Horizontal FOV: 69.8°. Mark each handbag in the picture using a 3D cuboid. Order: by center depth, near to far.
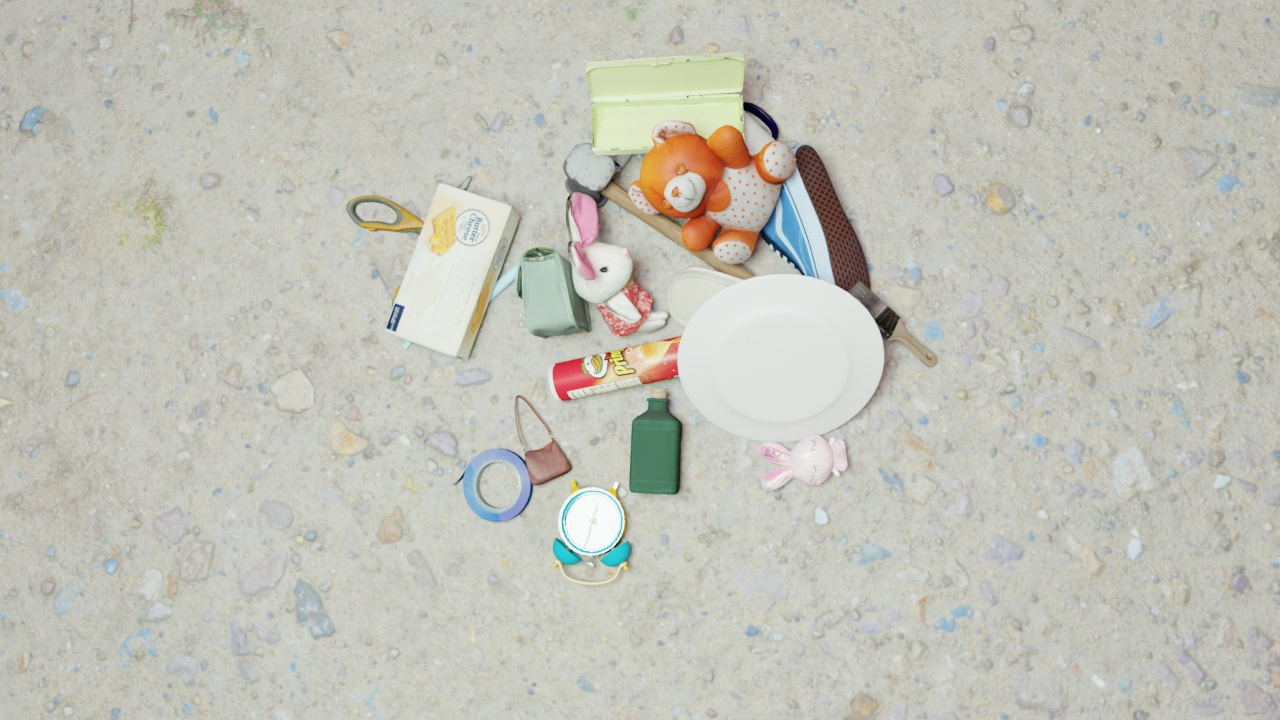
[{"bbox_3d":[-0.111,-0.083,1.155,0.067,0.122,0.106,-11,86,8],"label":"handbag"},{"bbox_3d":[-0.137,0.099,1.189,0.055,0.029,0.119,-22,75,-15],"label":"handbag"}]

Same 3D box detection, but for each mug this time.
[{"bbox_3d":[0.126,-0.287,1.171,0.111,0.079,0.097,-39,80,-26],"label":"mug"}]

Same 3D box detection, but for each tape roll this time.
[{"bbox_3d":[-0.185,0.162,1.193,0.093,0.016,0.091,44,91,9],"label":"tape roll"}]

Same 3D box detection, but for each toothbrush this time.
[{"bbox_3d":[-0.209,-0.080,1.219,0.155,0.016,0.022,-41,44,2],"label":"toothbrush"}]

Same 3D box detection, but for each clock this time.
[{"bbox_3d":[-0.061,0.218,1.161,0.099,0.044,0.129,1,78,7],"label":"clock"}]

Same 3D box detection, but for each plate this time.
[{"bbox_3d":[0.165,0.007,1.086,0.242,0.016,0.243,3,125,4],"label":"plate"}]

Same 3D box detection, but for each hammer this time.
[{"bbox_3d":[0.041,-0.165,1.170,0.328,0.098,0.052,33,83,1],"label":"hammer"}]

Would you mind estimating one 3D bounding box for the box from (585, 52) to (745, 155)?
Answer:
[{"bbox_3d":[0.032,-0.309,1.102,0.188,0.066,0.128,-4,125,3],"label":"box"}]

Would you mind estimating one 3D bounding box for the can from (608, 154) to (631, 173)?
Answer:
[{"bbox_3d":[-0.017,-0.292,1.205,0.032,0.032,0.095,34,90,9],"label":"can"}]

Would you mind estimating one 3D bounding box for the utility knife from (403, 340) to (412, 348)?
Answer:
[{"bbox_3d":[-0.257,-0.071,1.225,0.162,0.015,0.022,-45,80,3],"label":"utility knife"}]

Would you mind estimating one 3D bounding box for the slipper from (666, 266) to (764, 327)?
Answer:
[{"bbox_3d":[0.164,-0.048,1.133,0.274,0.054,0.114,23,123,12],"label":"slipper"}]

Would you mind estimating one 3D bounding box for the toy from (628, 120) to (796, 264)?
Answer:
[{"bbox_3d":[0.081,-0.206,1.086,0.172,0.092,0.164,16,126,-11],"label":"toy"}]

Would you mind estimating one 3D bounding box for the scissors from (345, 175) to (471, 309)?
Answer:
[{"bbox_3d":[-0.305,-0.162,1.238,0.230,0.016,0.225,27,88,8],"label":"scissors"}]

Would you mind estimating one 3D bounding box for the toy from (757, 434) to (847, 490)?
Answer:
[{"bbox_3d":[0.200,0.125,1.133,0.110,0.047,0.063,-12,86,14],"label":"toy"}]

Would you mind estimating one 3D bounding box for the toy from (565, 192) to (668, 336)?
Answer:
[{"bbox_3d":[-0.037,-0.100,1.130,0.084,0.158,0.194,-26,124,19],"label":"toy"}]

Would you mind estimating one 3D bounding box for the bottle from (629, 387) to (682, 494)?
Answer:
[{"bbox_3d":[0.020,0.100,1.150,0.061,0.061,0.131,2,85,10],"label":"bottle"}]

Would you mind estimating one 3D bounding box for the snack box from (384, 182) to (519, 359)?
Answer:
[{"bbox_3d":[-0.242,-0.114,1.189,0.104,0.057,0.208,19,87,8],"label":"snack box"}]

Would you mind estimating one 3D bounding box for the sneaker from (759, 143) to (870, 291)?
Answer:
[{"bbox_3d":[0.211,-0.145,1.156,0.098,0.083,0.241,-17,96,49],"label":"sneaker"}]

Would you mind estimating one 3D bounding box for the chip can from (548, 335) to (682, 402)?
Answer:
[{"bbox_3d":[-0.007,0.007,1.150,0.215,0.051,0.051,-12,83,15],"label":"chip can"}]

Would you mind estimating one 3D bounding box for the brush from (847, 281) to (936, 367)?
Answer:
[{"bbox_3d":[0.308,-0.041,1.124,0.151,0.012,0.038,39,61,-12],"label":"brush"}]
